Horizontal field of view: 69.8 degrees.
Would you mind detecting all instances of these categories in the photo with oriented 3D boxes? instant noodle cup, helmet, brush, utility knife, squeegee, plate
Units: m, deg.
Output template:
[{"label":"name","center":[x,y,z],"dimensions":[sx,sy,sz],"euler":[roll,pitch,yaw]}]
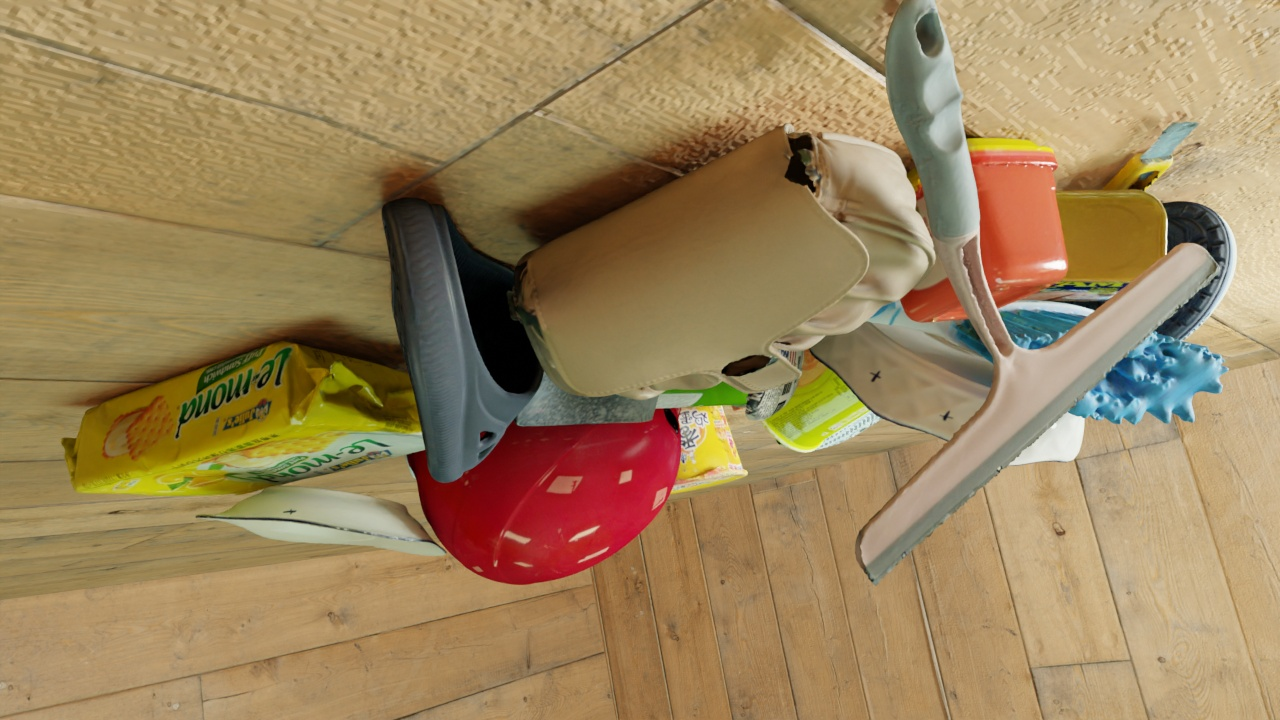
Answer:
[{"label":"instant noodle cup","center":[0.042,0.089,1.027],"dimensions":[0.138,0.109,0.138],"euler":[-10,168,-2]},{"label":"helmet","center":[-0.067,0.101,0.755],"dimensions":[0.240,0.143,0.207],"euler":[-7,139,-10]},{"label":"instant noodle cup","center":[0.172,0.007,0.800],"dimensions":[0.111,0.111,0.124],"euler":[1,155,-44]},{"label":"brush","center":[0.200,-0.019,0.574],"dimensions":[0.314,0.061,0.109],"euler":[8,-160,-15]},{"label":"utility knife","center":[0.306,-0.107,0.584],"dimensions":[0.033,0.015,0.202],"euler":[-15,167,7]},{"label":"squeegee","center":[0.146,-0.054,0.406],"dimensions":[0.247,0.040,0.249],"euler":[-39,128,-5]},{"label":"plate","center":[0.223,-0.002,0.659],"dimensions":[0.204,0.205,0.046],"euler":[-3,124,-35]},{"label":"plate","center":[-0.242,0.126,0.725],"dimensions":[0.163,0.034,0.164],"euler":[5,163,4]}]

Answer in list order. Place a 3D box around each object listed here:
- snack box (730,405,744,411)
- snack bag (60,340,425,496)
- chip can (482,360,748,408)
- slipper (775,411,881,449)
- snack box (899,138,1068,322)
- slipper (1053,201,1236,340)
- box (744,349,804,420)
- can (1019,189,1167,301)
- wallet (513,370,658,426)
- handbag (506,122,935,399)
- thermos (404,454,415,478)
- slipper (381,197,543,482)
[{"label":"snack box","center":[0.168,0.010,0.932],"dimensions":[0.156,0.027,0.076],"euler":[-22,-179,42]},{"label":"snack bag","center":[-0.264,0.045,0.651],"dimensions":[0.247,0.068,0.158],"euler":[-14,166,21]},{"label":"chip can","center":[-0.004,0.004,0.685],"dimensions":[0.235,0.072,0.072],"euler":[0,164,-40]},{"label":"slipper","center":[0.251,0.029,1.041],"dimensions":[0.246,0.074,0.104],"euler":[-35,157,26]},{"label":"snack box","center":[0.177,-0.067,0.500],"dimensions":[0.082,0.080,0.091],"euler":[-5,167,-25]},{"label":"slipper","center":[0.349,-0.037,0.732],"dimensions":[0.095,0.105,0.254],"euler":[-4,165,-35]},{"label":"box","center":[0.076,-0.004,0.635],"dimensions":[0.076,0.086,0.162],"euler":[-13,-179,16]},{"label":"can","center":[0.271,-0.070,0.592],"dimensions":[0.102,0.057,0.083],"euler":[2,174,15]},{"label":"wallet","center":[-0.026,-0.006,0.596],"dimensions":[0.120,0.097,0.019],"euler":[1,-162,-43]},{"label":"handbag","center":[0.040,-0.038,0.468],"dimensions":[0.205,0.099,0.147],"euler":[-23,161,27]},{"label":"thermos","center":[-0.104,0.057,0.851],"dimensions":[0.224,0.073,0.073],"euler":[-11,168,-3]},{"label":"slipper","center":[-0.088,-0.004,0.501],"dimensions":[0.083,0.110,0.269],"euler":[-11,165,-13]}]
